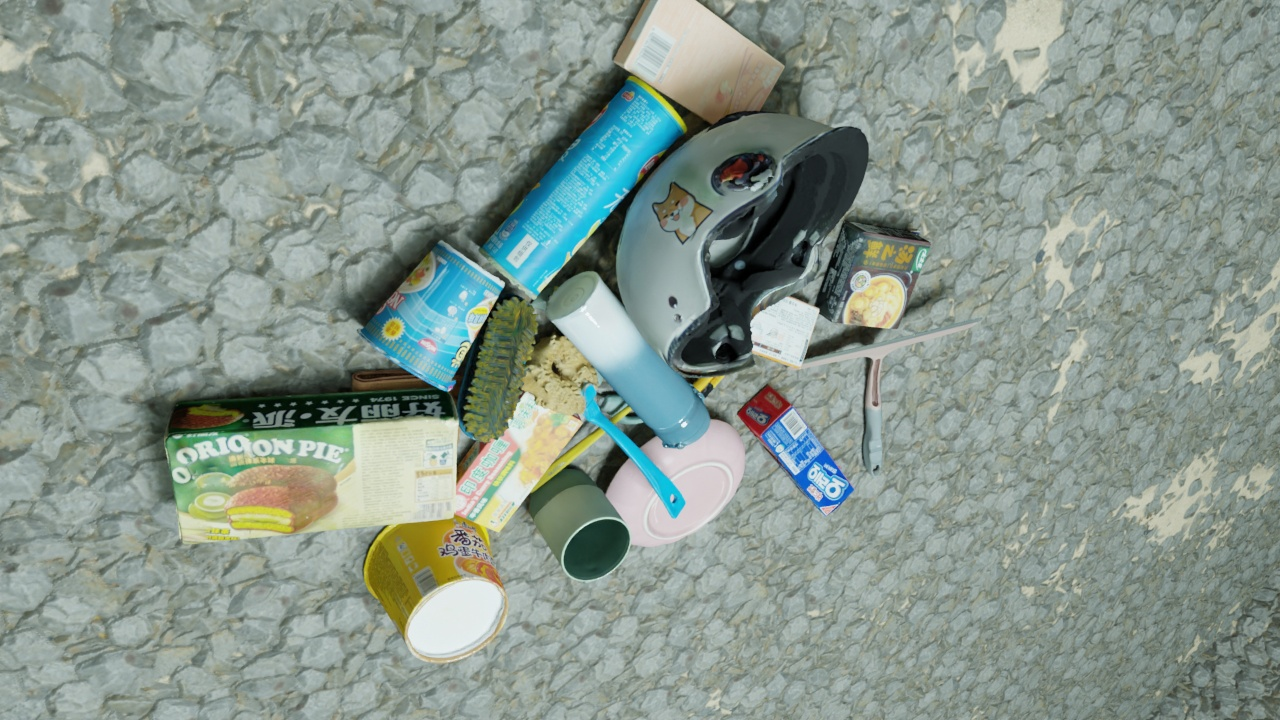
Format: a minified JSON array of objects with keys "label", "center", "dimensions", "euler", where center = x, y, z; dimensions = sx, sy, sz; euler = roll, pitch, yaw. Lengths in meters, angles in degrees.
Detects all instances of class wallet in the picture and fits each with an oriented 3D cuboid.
[{"label":"wallet","center":[-0.230,0.071,0.896],"dimensions":[0.107,0.031,0.132],"euler":[-2,119,-28]}]

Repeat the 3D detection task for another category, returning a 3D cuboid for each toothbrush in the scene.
[{"label":"toothbrush","center":[-0.051,0.078,0.994],"dimensions":[0.190,0.015,0.016],"euler":[-39,128,3]}]

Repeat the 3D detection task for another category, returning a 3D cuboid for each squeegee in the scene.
[{"label":"squeegee","center":[0.306,0.058,1.196],"dimensions":[0.247,0.040,0.250],"euler":[-13,130,-5]}]

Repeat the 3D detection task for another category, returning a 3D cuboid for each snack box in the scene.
[{"label":"snack box","center":[0.279,-0.100,1.083],"dimensions":[0.125,0.053,0.113],"euler":[4,115,-26]},{"label":"snack box","center":[0.200,0.118,1.156],"dimensions":[0.057,0.058,0.207],"euler":[-43,129,-2]},{"label":"snack box","center":[-0.288,0.093,0.828],"dimensions":[0.239,0.063,0.115],"euler":[-3,119,-17]},{"label":"snack box","center":[0.134,-0.045,1.029],"dimensions":[0.153,0.026,0.075],"euler":[17,90,-37]},{"label":"snack box","center":[-0.137,0.103,0.961],"dimensions":[0.077,0.027,0.156],"euler":[32,101,-32]},{"label":"snack box","center":[0.057,-0.278,0.858],"dimensions":[0.157,0.026,0.084],"euler":[21,105,-37]}]

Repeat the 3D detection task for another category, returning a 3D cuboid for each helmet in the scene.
[{"label":"helmet","center":[0.076,-0.125,0.870],"dimensions":[0.274,0.157,0.230],"euler":[-56,157,2]}]

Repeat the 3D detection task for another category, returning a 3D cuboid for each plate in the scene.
[{"label":"plate","center":[0.048,0.154,1.079],"dimensions":[0.192,0.039,0.193],"euler":[-20,136,-21]}]

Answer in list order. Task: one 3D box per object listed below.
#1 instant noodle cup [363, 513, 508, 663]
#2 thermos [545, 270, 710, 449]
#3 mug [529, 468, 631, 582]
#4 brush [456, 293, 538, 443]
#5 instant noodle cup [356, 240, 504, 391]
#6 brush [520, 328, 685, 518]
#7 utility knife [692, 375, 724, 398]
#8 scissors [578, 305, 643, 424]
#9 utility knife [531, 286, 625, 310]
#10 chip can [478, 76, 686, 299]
[{"label":"instant noodle cup","center":[-0.206,0.237,0.956],"dimensions":[0.137,0.110,0.138],"euler":[-15,124,-24]},{"label":"thermos","center":[-0.005,0.005,0.927],"dimensions":[0.070,0.070,0.220],"euler":[-43,123,-2]},{"label":"mug","center":[-0.069,0.187,1.007],"dimensions":[0.082,0.106,0.112],"euler":[-17,124,-23]},{"label":"brush","center":[-0.140,0.006,0.877],"dimensions":[0.055,0.073,0.144],"euler":[14,90,-24]},{"label":"instant noodle cup","center":[-0.180,-0.044,0.822],"dimensions":[0.099,0.099,0.110],"euler":[36,87,-39]},{"label":"brush","center":[-0.032,0.070,0.946],"dimensions":[0.254,0.046,0.083],"euler":[50,54,-18]},{"label":"utility knife","center":[0.083,0.017,1.044],"dimensions":[0.170,0.015,0.033],"euler":[-48,144,-7]},{"label":"scissors","center":[-0.026,0.009,0.986],"dimensions":[0.170,0.019,0.181],"euler":[-10,123,-24]},{"label":"utility knife","center":[-0.009,-0.037,0.943],"dimensions":[0.212,0.022,0.031],"euler":[18,106,-18]},{"label":"chip can","center":[-0.053,-0.156,0.838],"dimensions":[0.210,0.071,0.071],"euler":[-48,130,3]}]
